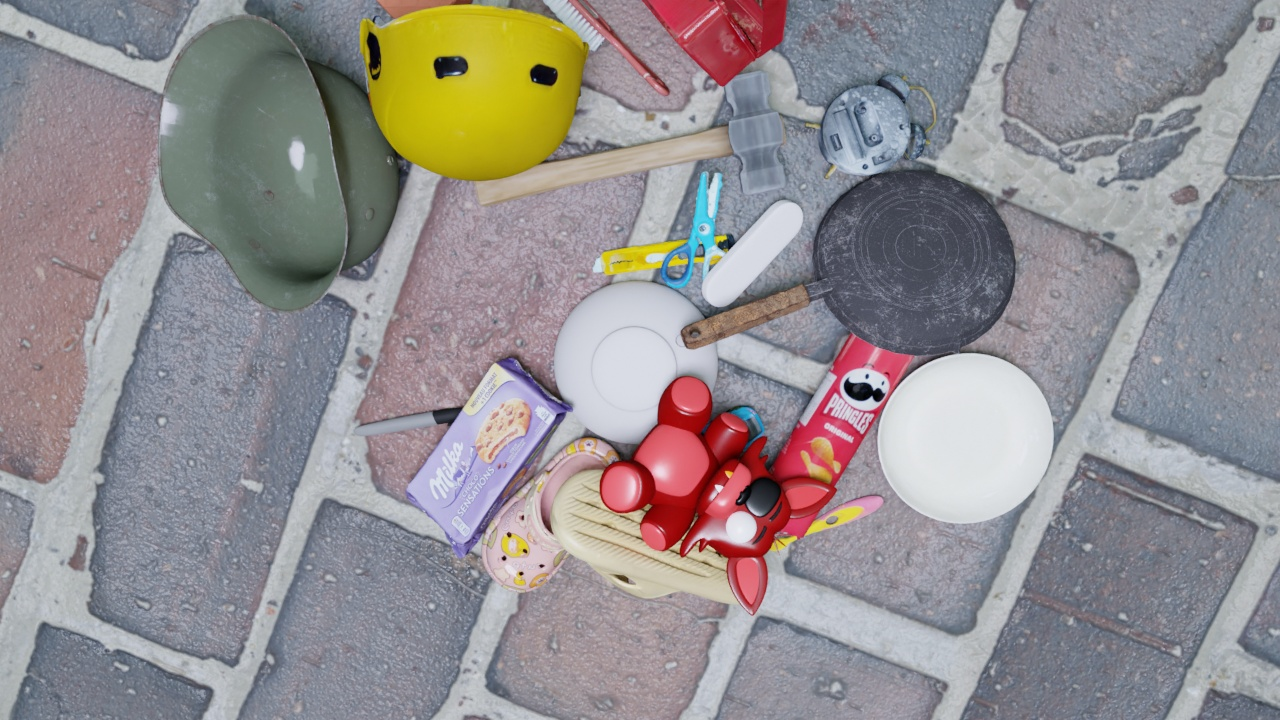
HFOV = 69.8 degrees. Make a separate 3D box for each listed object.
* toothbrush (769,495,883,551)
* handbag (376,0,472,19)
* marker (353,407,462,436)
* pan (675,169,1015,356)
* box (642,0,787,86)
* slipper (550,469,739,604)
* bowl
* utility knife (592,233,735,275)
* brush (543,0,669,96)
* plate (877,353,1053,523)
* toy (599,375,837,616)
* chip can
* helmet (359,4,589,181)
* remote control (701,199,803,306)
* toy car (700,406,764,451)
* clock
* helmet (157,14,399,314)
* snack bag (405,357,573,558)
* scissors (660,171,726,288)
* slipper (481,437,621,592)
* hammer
[{"bbox_3d":[0.202,0.178,1.005,0.135,0.016,0.021,-24,94,2],"label":"toothbrush"},{"bbox_3d":[-0.246,-0.421,0.924,0.109,0.060,0.172,-43,94,2],"label":"handbag"},{"bbox_3d":[-0.247,0.070,1.006,0.139,0.016,0.022,-11,120,4],"label":"marker"},{"bbox_3d":[0.203,-0.080,0.912,0.357,0.040,0.207,-19,72,-4],"label":"pan"},{"bbox_3d":[0.048,-0.350,0.868,0.122,0.136,0.157,-38,72,-1],"label":"box"},{"bbox_3d":[0.013,0.196,0.964,0.261,0.111,0.079,23,136,-21],"label":"slipper"},{"bbox_3d":[-0.006,0.006,0.963,0.176,0.066,0.176,0,97,2],"label":"bowl"},{"bbox_3d":[0.026,-0.110,0.975,0.155,0.017,0.030,-8,93,6],"label":"utility knife"},{"bbox_3d":[-0.039,-0.327,0.940,0.172,0.040,0.030,45,113,-6],"label":"brush"},{"bbox_3d":[0.341,0.081,0.977,0.182,0.034,0.182,0,97,2],"label":"plate"},{"bbox_3d":[0.073,0.129,0.903,0.197,0.121,0.158,36,73,6],"label":"toy"},{"bbox_3d":[0.199,0.073,0.962,0.073,0.073,0.233,29,97,-2],"label":"chip can"},{"bbox_3d":[-0.152,-0.238,0.854,0.209,0.240,0.140,0,101,-19],"label":"helmet"},{"bbox_3d":[0.117,-0.111,0.957,0.136,0.013,0.043,-47,127,2],"label":"remote control"},{"bbox_3d":[0.083,0.089,0.989,0.105,0.032,0.048,-28,96,6],"label":"toy car"},{"bbox_3d":[0.238,-0.237,0.932,0.129,0.052,0.090,-21,96,5],"label":"clock"},{"bbox_3d":[-0.328,-0.182,0.901,0.227,0.153,0.268,-7,92,28],"label":"helmet"},{"bbox_3d":[-0.162,0.102,0.978,0.096,0.058,0.205,40,101,15],"label":"snack bag"},{"bbox_3d":[0.057,-0.132,0.942,0.083,0.015,0.141,-2,125,-1],"label":"scissors"},{"bbox_3d":[-0.098,0.168,0.981,0.093,0.081,0.197,39,95,-2],"label":"slipper"},{"bbox_3d":[-0.013,-0.207,0.949,0.323,0.051,0.117,-10,97,6],"label":"hammer"}]
